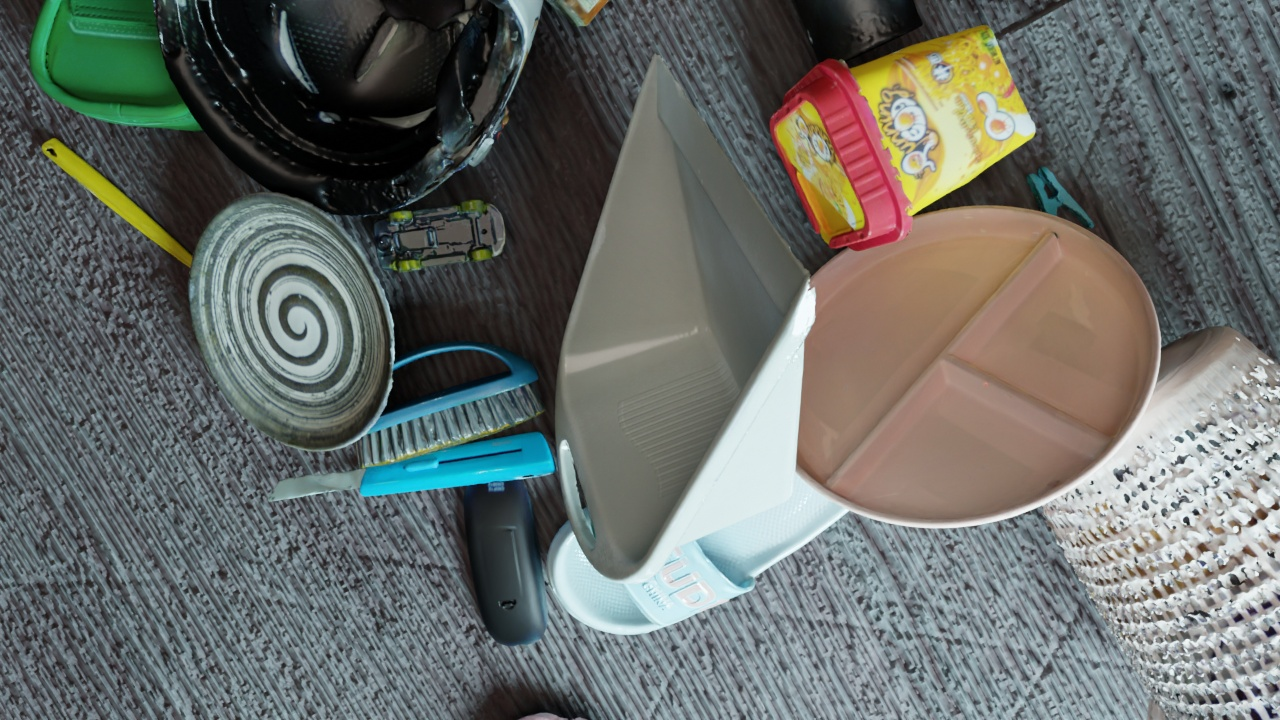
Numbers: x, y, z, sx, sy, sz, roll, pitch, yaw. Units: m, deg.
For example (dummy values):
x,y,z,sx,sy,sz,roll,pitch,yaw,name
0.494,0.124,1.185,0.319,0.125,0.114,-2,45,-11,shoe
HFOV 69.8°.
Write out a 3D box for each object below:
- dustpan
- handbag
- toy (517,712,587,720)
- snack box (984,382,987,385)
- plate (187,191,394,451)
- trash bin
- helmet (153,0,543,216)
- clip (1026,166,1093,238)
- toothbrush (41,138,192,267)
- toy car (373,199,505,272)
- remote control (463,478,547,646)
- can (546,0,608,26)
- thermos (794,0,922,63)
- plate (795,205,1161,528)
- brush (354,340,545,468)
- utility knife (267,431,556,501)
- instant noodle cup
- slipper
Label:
x,y,z,sx,sy,sz,roll,pitch,yaw,name
-0.003,0.003,0.542,0.142,0.222,0.258,-19,137,-4,dustpan
-0.331,-0.217,0.618,0.131,0.068,0.120,4,96,3,handbag
-0.058,0.337,0.675,0.121,0.054,0.159,9,97,10,toy
0.199,0.038,0.612,0.091,0.082,0.080,-30,104,7,snack box
-0.234,-0.025,0.621,0.180,0.024,0.179,8,109,22,plate
0.350,0.096,0.555,0.227,0.227,0.192,-38,81,7,trash bin
-0.158,-0.235,0.552,0.230,0.156,0.275,31,134,-5,helmet
0.281,-0.105,0.621,0.038,0.013,0.055,-35,93,6,clip
-0.353,-0.094,0.660,0.190,0.016,0.016,40,100,-2,toothbrush
-0.138,-0.087,0.638,0.090,0.035,0.042,-8,98,4,toy car
-0.099,0.147,0.670,0.053,0.024,0.136,-8,96,4,remote control
-0.010,-0.290,0.593,0.058,0.058,0.147,43,97,-2,can
0.107,-0.312,0.575,0.069,0.089,0.242,-15,103,39,thermos
0.186,0.000,0.561,0.229,0.229,0.028,-33,136,7,plate
-0.141,0.026,0.642,0.144,0.055,0.073,-16,97,6,brush
-0.168,0.082,0.665,0.216,0.018,0.034,-9,57,6,utility knife
0.165,-0.144,0.580,0.123,0.116,0.116,-26,94,-5,instant noodle cup
0.052,0.116,0.632,0.245,0.074,0.104,-30,95,5,slipper
